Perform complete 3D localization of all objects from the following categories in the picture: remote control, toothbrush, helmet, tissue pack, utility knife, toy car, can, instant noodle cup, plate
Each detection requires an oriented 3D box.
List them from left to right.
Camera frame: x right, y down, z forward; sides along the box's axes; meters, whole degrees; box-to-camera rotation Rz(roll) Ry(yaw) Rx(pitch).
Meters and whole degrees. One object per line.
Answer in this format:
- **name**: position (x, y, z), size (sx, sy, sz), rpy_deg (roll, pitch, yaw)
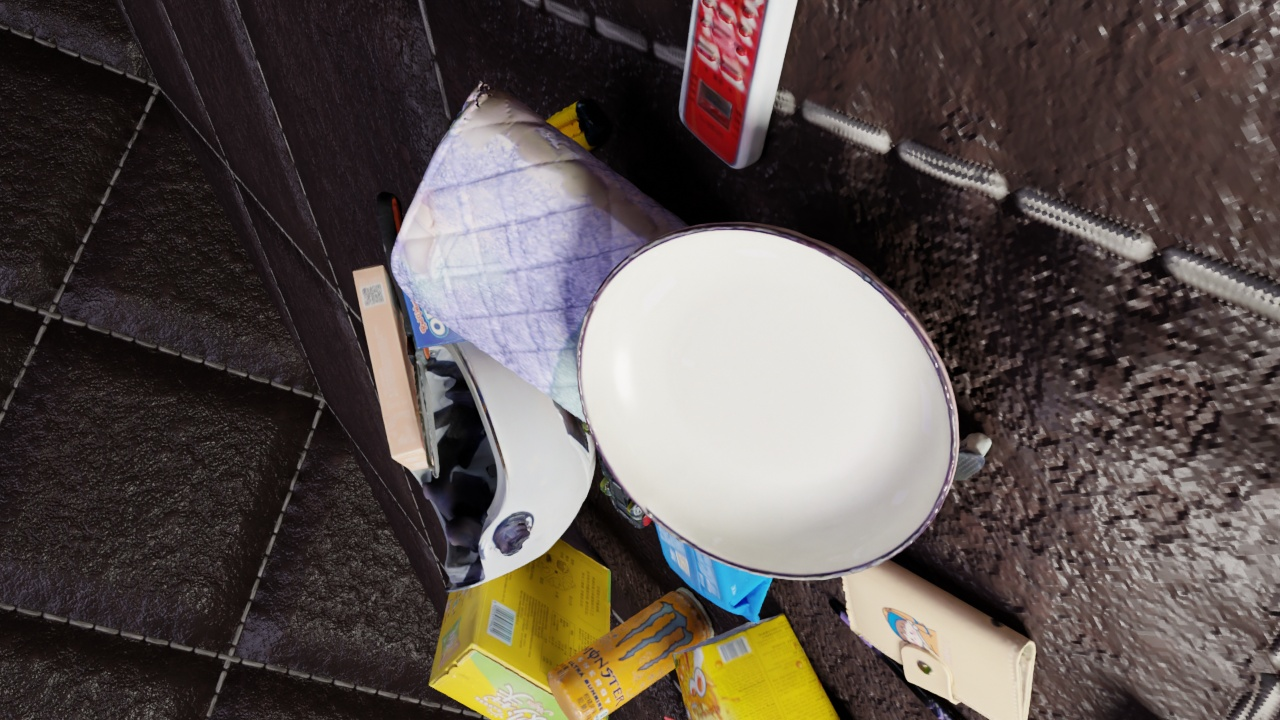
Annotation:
- **helmet**: position (-0.121, 0.072, 0.833), size (0.229, 0.145, 0.259), rpy_deg (56, 141, 34)
- **utility knife**: position (-0.075, -0.154, 0.670), size (0.207, 0.015, 0.033), rpy_deg (3, 115, 63)
- **toy car**: position (-0.010, 0.082, 0.752), size (0.053, 0.045, 0.121), rpy_deg (33, 148, 44)
- **can**: position (-0.008, 0.262, 0.810), size (0.058, 0.145, 0.058), rpy_deg (44, 150, 34)
- **tissue pack**: position (0.048, 0.108, 0.656), size (0.095, 0.052, 0.157), rpy_deg (29, 140, 54)
- **remote control**: position (0.045, -0.155, 0.429), size (0.056, 0.020, 0.136), rpy_deg (50, 153, 27)
- **instant noodle cup**: position (0.087, 0.263, 0.683), size (0.123, 0.116, 0.116), rpy_deg (68, 158, 15)
- **plate**: position (0.060, 0.019, 0.454), size (0.193, 0.038, 0.193), rpy_deg (14, 122, 23)
- **toothbrush**: position (0.139, 0.078, 0.493), size (0.015, 0.018, 0.181), rpy_deg (35, 153, 8)
- **toothbrush**: position (0.177, 0.211, 0.552), size (0.189, 0.016, 0.014), rpy_deg (42, 149, 40)

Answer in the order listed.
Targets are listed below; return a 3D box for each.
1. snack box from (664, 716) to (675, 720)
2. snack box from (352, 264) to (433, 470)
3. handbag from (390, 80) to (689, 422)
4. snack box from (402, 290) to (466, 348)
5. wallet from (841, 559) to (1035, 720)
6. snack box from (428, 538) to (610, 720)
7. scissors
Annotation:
- **snack box**: position (0.089, 0.388, 0.874), size (0.127, 0.044, 0.113), rpy_deg (60, 156, 2)
- **snack box**: position (-0.199, 0.008, 0.750), size (0.084, 0.026, 0.157), rpy_deg (107, 148, -76)
- **handbag**: position (-0.040, -0.051, 0.532), size (0.194, 0.075, 0.134), rpy_deg (36, 130, -3)
- **snack box**: position (-0.150, -0.069, 0.752), size (0.207, 0.057, 0.058), rpy_deg (-108, 9, -72)
- **wallet**: position (0.162, 0.156, 0.511), size (0.115, 0.024, 0.087), rpy_deg (25, 143, 45)
- **snack box**: position (-0.109, 0.258, 0.904), size (0.157, 0.070, 0.209), rpy_deg (37, -158, -20)
- **scissors**: position (-0.181, -0.027, 0.707), size (0.163, 0.021, 0.233), rpy_deg (81, 177, -48)
